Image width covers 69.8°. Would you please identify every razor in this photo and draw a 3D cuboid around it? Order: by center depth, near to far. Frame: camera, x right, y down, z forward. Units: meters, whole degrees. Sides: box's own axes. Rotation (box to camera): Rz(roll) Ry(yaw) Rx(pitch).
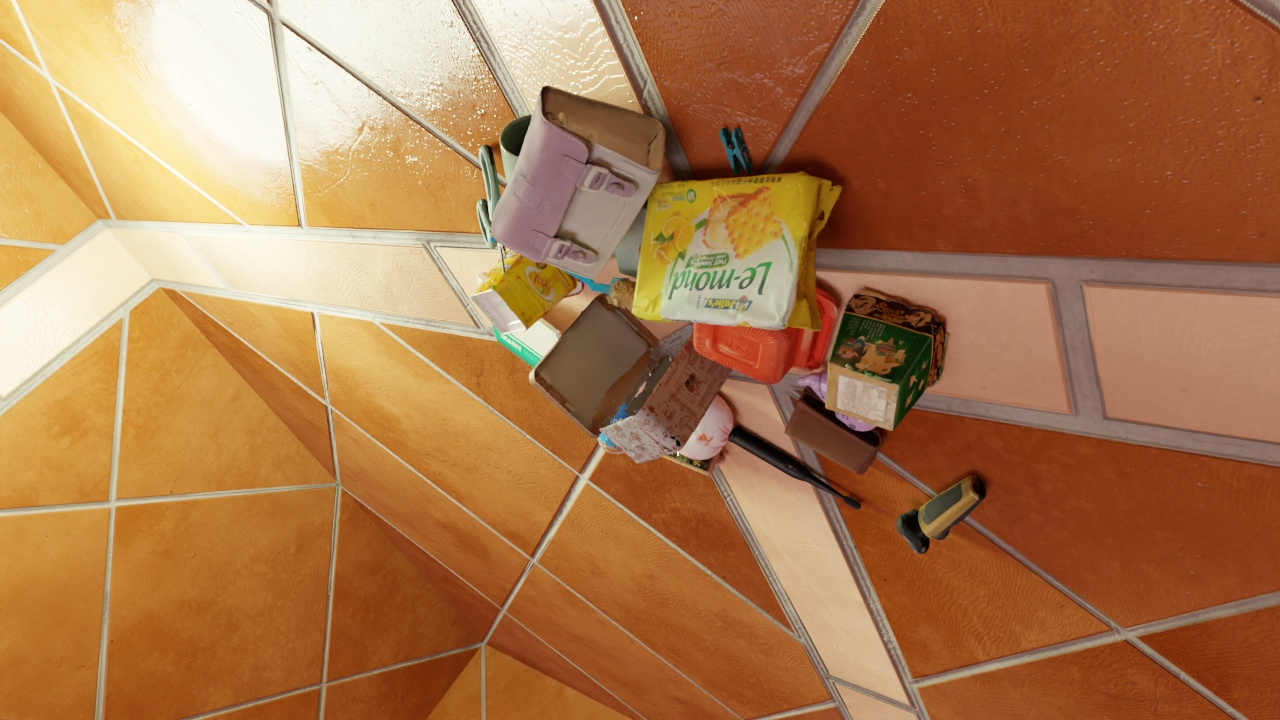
[{"bbox_3d":[0.385,0.193,1.175,0.067,0.062,0.168,10,147,-10],"label":"razor"}]

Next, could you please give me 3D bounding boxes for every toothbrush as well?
[{"bbox_3d":[0.224,0.158,1.333,0.213,0.026,0.027,30,-175,13],"label":"toothbrush"}]

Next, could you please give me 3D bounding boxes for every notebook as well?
[{"bbox_3d":[-0.181,-0.040,1.460,0.209,0.012,0.150,34,150,35],"label":"notebook"}]

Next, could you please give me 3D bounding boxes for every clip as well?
[{"bbox_3d":[0.099,-0.217,0.954,0.045,0.014,0.057,8,138,40],"label":"clip"}]

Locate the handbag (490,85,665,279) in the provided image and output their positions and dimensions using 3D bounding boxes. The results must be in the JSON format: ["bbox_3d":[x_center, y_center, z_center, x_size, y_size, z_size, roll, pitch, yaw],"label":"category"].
[{"bbox_3d":[-0.074,-0.191,1.023,0.145,0.098,0.198,18,141,-15],"label":"handbag"}]

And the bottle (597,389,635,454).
[{"bbox_3d":[-0.035,0.083,1.453,0.065,0.065,0.219,32,156,12],"label":"bottle"}]

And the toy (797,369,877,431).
[{"bbox_3d":[0.257,0.043,1.121,0.084,0.038,0.108,-33,106,37],"label":"toy"}]

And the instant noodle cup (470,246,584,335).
[{"bbox_3d":[-0.162,-0.106,1.290,0.116,0.123,0.116,-7,127,52],"label":"instant noodle cup"}]

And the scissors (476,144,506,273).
[{"bbox_3d":[-0.204,-0.200,1.249,0.181,0.019,0.170,-175,75,-72],"label":"scissors"}]

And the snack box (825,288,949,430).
[{"bbox_3d":[0.256,0.007,0.994,0.118,0.105,0.118,20,145,25],"label":"snack box"}]

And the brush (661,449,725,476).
[{"bbox_3d":[0.061,0.131,1.445,0.146,0.063,0.073,17,174,35],"label":"brush"}]

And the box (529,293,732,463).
[{"bbox_3d":[-0.004,0.009,1.222,0.197,0.180,0.158,43,152,-10],"label":"box"}]

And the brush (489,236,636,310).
[{"bbox_3d":[-0.072,-0.111,1.178,0.254,0.046,0.083,22,-173,-9],"label":"brush"}]

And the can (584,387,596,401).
[{"bbox_3d":[-0.081,0.037,1.469,0.058,0.058,0.116,31,150,14],"label":"can"}]

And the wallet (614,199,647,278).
[{"bbox_3d":[0.005,-0.145,1.138,0.107,0.036,0.130,23,148,27],"label":"wallet"}]

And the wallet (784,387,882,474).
[{"bbox_3d":[0.254,0.098,1.211,0.124,0.032,0.101,31,153,14],"label":"wallet"}]

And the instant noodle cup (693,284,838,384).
[{"bbox_3d":[0.133,-0.044,1.096,0.189,0.078,0.165,23,152,17],"label":"instant noodle cup"}]

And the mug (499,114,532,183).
[{"bbox_3d":[-0.109,-0.229,1.111,0.112,0.082,0.106,7,144,6],"label":"mug"}]

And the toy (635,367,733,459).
[{"bbox_3d":[0.062,0.075,1.353,0.159,0.054,0.122,39,125,11],"label":"toy"}]

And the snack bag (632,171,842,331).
[{"bbox_3d":[0.097,-0.113,0.979,0.247,0.158,0.068,7,179,45],"label":"snack bag"}]
